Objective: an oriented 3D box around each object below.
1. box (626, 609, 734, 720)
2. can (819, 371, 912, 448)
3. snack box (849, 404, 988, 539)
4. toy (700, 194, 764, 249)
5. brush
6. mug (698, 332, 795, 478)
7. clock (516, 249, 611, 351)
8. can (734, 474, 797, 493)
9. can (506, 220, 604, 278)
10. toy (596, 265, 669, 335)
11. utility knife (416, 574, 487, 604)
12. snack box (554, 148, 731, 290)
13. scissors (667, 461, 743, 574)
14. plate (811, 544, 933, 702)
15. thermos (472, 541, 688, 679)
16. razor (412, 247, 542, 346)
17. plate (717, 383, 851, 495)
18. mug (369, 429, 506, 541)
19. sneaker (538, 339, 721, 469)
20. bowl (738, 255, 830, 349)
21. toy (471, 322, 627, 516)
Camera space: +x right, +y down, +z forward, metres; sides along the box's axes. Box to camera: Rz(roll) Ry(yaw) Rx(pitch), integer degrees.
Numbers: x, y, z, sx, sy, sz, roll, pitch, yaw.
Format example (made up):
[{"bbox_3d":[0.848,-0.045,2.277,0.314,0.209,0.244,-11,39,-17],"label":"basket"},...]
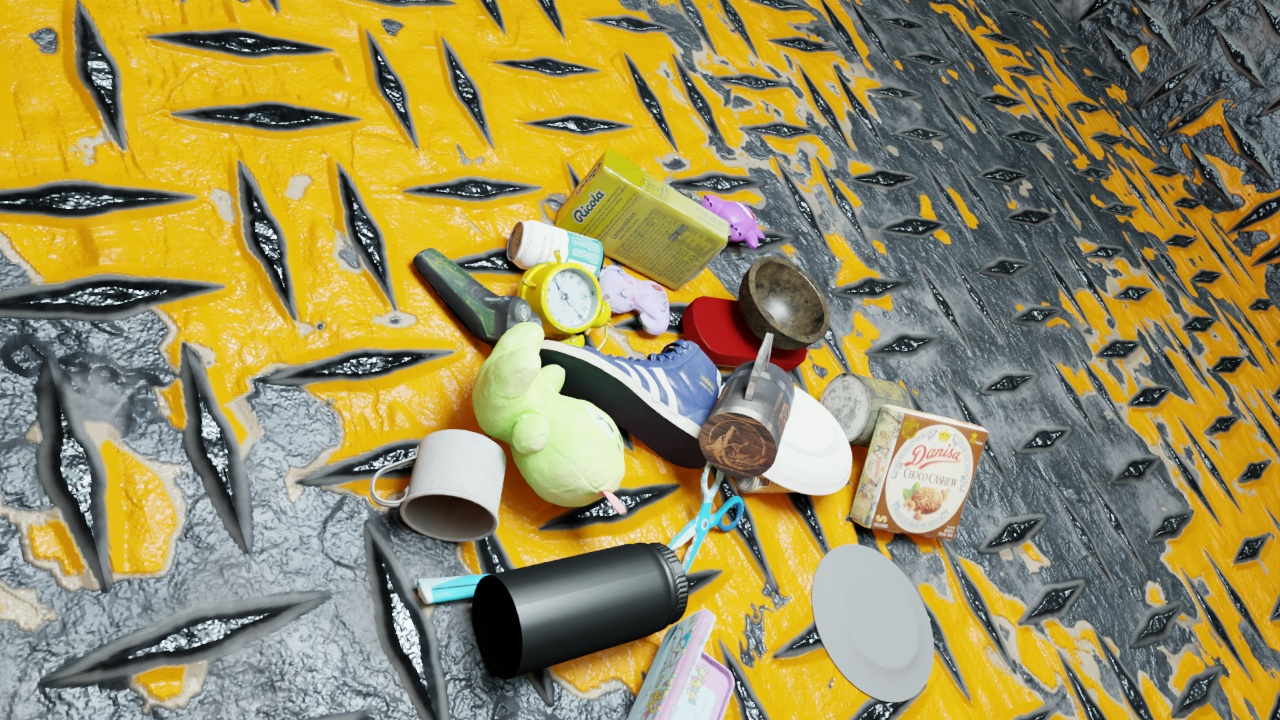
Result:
[{"bbox_3d":[0.032,0.329,0.788,0.090,0.091,0.213,39,46,-7],"label":"box"},{"bbox_3d":[0.281,0.064,1.144,0.074,0.090,0.089,11,55,-30],"label":"can"},{"bbox_3d":[0.337,0.137,1.112,0.143,0.041,0.147,13,96,-28],"label":"snack box"},{"bbox_3d":[0.122,-0.183,1.228,0.087,0.056,0.106,-21,64,-46],"label":"toy"},{"bbox_3d":[0.125,-0.028,1.131,0.173,0.042,0.082,6,58,-32],"label":"brush"},{"bbox_3d":[0.116,0.044,0.947,0.080,0.116,0.107,15,35,14],"label":"mug"},{"bbox_3d":[-0.079,-0.056,0.986,0.083,0.057,0.119,-47,115,-25],"label":"clock"},{"bbox_3d":[0.149,0.131,1.042,0.079,0.038,0.038,4,58,-33],"label":"can"},{"bbox_3d":[-0.094,-0.121,1.030,0.101,0.055,0.054,13,54,-28],"label":"can"},{"bbox_3d":[-0.008,-0.070,1.070,0.099,0.037,0.080,16,52,-28],"label":"toy"},{"bbox_3d":[-0.121,0.197,0.825,0.166,0.015,0.022,1,59,-38],"label":"utility knife"},{"bbox_3d":[0.005,-0.161,1.083,0.181,0.122,0.045,26,49,-20],"label":"snack box"},{"bbox_3d":[0.072,0.173,0.961,0.118,0.013,0.139,47,58,-44],"label":"scissors"},{"bbox_3d":[0.267,0.291,1.035,0.178,0.012,0.178,18,52,-25],"label":"plate"},{"bbox_3d":[-0.041,0.214,0.818,0.198,0.086,0.086,-4,63,-37],"label":"thermos"},{"bbox_3d":[-0.168,-0.068,0.938,0.151,0.067,0.053,41,41,6],"label":"razor"},{"bbox_3d":[0.172,0.076,1.064,0.182,0.034,0.182,20,35,-15],"label":"plate"},{"bbox_3d":[-0.175,0.106,0.801,0.113,0.085,0.070,19,49,-17],"label":"mug"},{"bbox_3d":[-0.005,0.007,0.980,0.233,0.092,0.118,32,52,-15],"label":"sneaker"},{"bbox_3d":[0.164,-0.061,1.110,0.121,0.056,0.121,18,52,-25],"label":"bowl"},{"bbox_3d":[-0.085,0.066,0.864,0.150,0.107,0.197,-103,167,-69],"label":"toy"}]
